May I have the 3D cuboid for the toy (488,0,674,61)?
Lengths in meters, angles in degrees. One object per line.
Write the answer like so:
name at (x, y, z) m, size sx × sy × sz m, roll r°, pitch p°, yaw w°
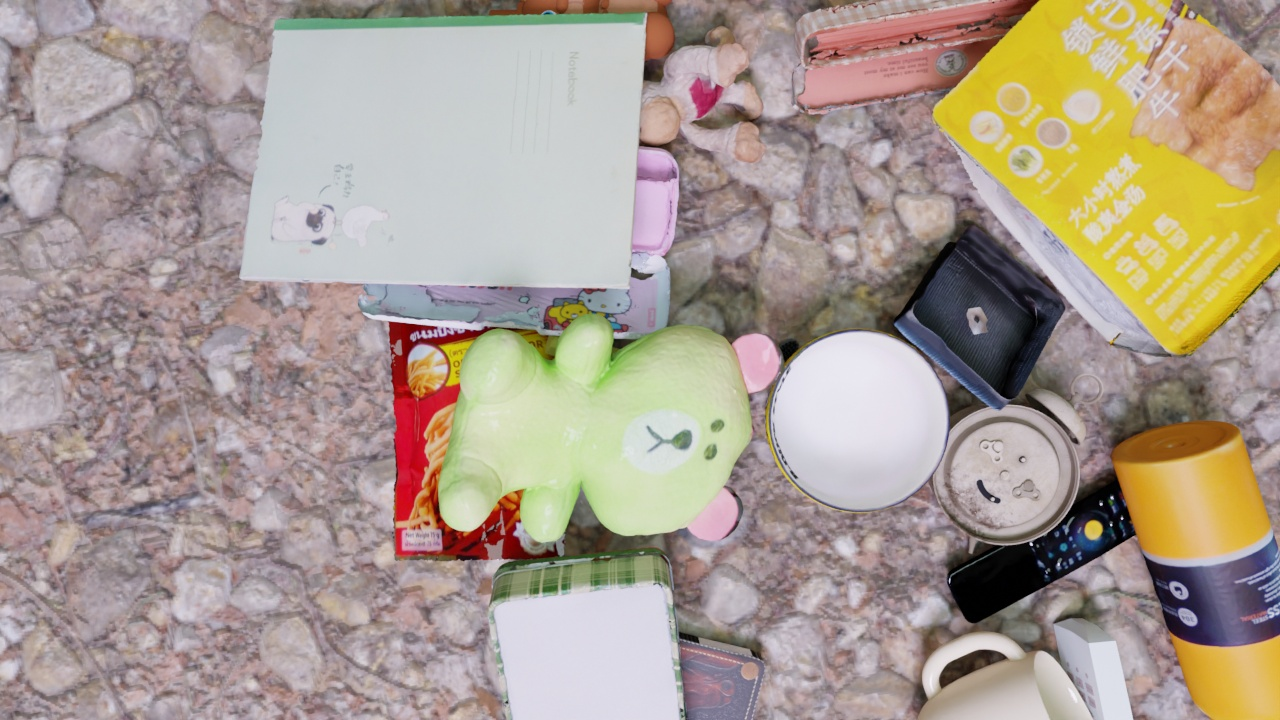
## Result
toy at (-0.040, -0.233, 0.620) m, size 0.128 × 0.065 × 0.095 m, roll 1°, pitch 81°, yaw 5°

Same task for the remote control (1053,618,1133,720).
remote control at (0.314, 0.246, 0.618) m, size 0.024 × 0.049 × 0.143 m, roll -11°, pitch 89°, yaw -1°

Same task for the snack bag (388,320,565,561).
snack bag at (-0.109, 0.032, 0.630) m, size 0.139 × 0.066 × 0.207 m, roll -1°, pitch 80°, yaw 5°

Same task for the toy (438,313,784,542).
toy at (-0.023, 0.041, 0.564) m, size 0.196 × 0.107 × 0.150 m, roll 8°, pitch 97°, yaw -28°

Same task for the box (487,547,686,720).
box at (-0.027, 0.223, 0.589) m, size 0.117 × 0.051 × 0.206 m, roll -8°, pitch 109°, yaw -1°

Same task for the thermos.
thermos at (0.388, 0.159, 0.595) m, size 0.076 × 0.092 × 0.232 m, roll -22°, pitch 95°, yaw -30°

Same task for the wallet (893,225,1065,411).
wallet at (0.225, -0.030, 0.610) m, size 0.089 × 0.026 × 0.114 m, roll 42°, pitch 54°, yaw 3°

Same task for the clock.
clock at (0.253, 0.060, 0.620) m, size 0.141 × 0.054 × 0.093 m, roll -44°, pitch 91°, yaw 6°

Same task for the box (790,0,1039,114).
box at (0.194, -0.214, 0.623) m, size 0.187 × 0.083 × 0.041 m, roll -10°, pitch 59°, yaw 2°

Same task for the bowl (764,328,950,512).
bowl at (0.138, 0.039, 0.612) m, size 0.117 × 0.067 × 0.117 m, roll 0°, pitch 89°, yaw -1°

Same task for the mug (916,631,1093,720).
mug at (0.227, 0.240, 0.594) m, size 0.100 × 0.096 × 0.120 m, roll -34°, pitch 75°, yaw 27°

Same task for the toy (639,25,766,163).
toy at (0.027, -0.176, 0.611) m, size 0.106 × 0.085 × 0.074 m, roll -5°, pitch 54°, yaw 16°

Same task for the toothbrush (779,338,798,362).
toothbrush at (0.047, 0.042, 0.641) m, size 0.167 × 0.013 × 0.013 m, roll -42°, pitch 89°, yaw 2°

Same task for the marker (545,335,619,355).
marker at (-0.004, 0.004, 0.622) m, size 0.123 × 0.018 × 0.021 m, roll 18°, pitch 44°, yaw -18°

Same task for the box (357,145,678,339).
box at (-0.078, -0.082, 0.617) m, size 0.201 × 0.077 × 0.146 m, roll 5°, pitch 85°, yaw 0°

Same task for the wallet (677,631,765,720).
wallet at (0.018, 0.223, 0.633) m, size 0.123 × 0.019 × 0.072 m, roll 15°, pitch 90°, yaw 0°

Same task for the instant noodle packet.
instant noodle packet at (0.314, -0.136, 0.596) m, size 0.221 × 0.084 × 0.163 m, roll 45°, pitch 91°, yaw -7°

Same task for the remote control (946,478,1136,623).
remote control at (0.283, 0.129, 0.635) m, size 0.152 × 0.020 × 0.041 m, roll -28°, pitch 94°, yaw -2°

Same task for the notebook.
notebook at (-0.125, -0.136, 0.585) m, size 0.253 × 0.010 × 0.181 m, roll 2°, pitch 80°, yaw 8°
